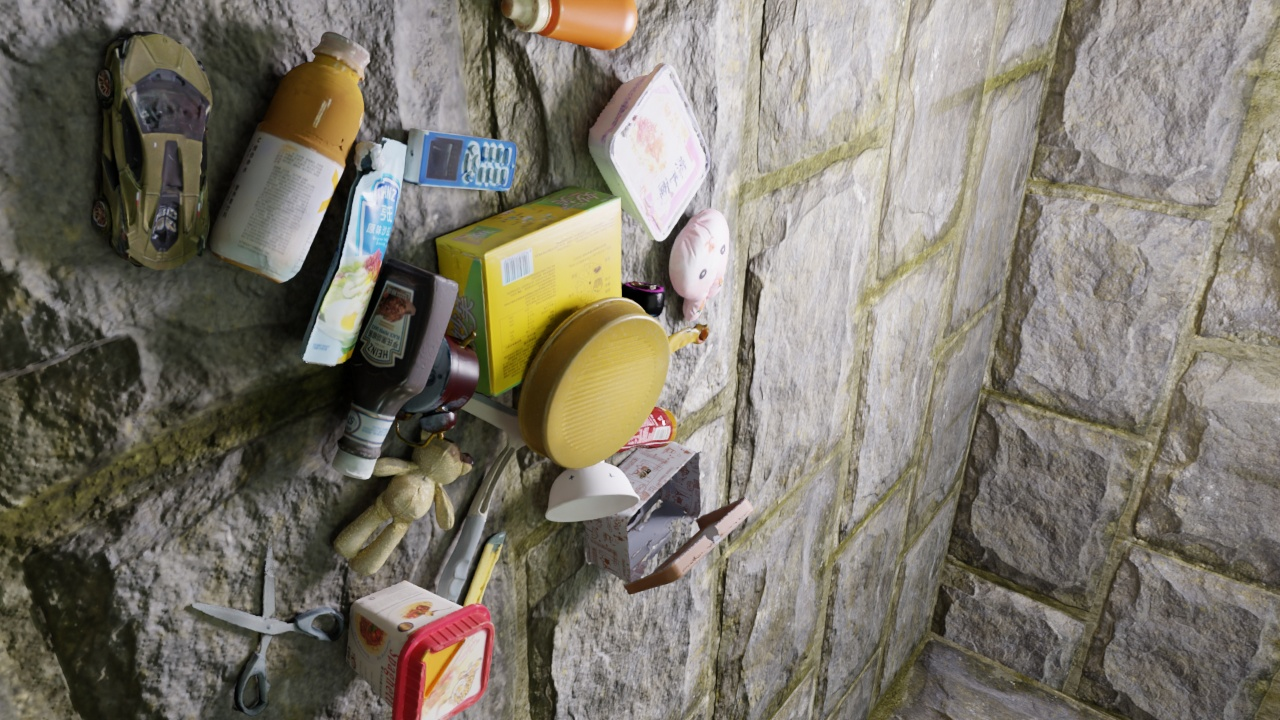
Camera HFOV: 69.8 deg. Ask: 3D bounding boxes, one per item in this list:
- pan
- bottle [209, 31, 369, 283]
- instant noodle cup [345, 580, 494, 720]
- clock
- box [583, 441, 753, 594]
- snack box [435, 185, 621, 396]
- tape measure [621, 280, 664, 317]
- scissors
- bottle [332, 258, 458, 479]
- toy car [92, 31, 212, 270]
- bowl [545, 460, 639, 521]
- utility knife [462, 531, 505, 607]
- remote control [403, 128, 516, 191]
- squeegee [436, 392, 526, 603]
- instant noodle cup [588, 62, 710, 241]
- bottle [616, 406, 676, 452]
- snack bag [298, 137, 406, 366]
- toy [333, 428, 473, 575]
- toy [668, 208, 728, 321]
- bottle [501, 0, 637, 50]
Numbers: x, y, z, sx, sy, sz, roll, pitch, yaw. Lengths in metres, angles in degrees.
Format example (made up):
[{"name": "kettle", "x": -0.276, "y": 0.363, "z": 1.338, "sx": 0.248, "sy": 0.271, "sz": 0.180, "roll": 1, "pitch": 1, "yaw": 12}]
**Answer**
[{"name": "pan", "x": -0.006, "y": 0.006, "z": 1.066, "sx": 0.356, "sy": 0.078, "sz": 0.198, "roll": -14, "pitch": 128, "yaw": -47}, {"name": "bottle", "x": -0.259, "y": -0.154, "z": 0.693, "sx": 0.068, "sy": 0.068, "sz": 0.189, "roll": 28, "pitch": 83, "yaw": -57}, {"name": "instant noodle cup", "x": -0.229, "y": 0.293, "z": 0.933, "sx": 0.116, "sy": 0.124, "sz": 0.116, "roll": -13, "pitch": 117, "yaw": -53}, {"name": "clock", "x": -0.202, "y": 0.022, "z": 0.865, "sx": 0.055, "sy": 0.082, "sz": 0.122, "roll": 18, "pitch": 90, "yaw": -64}, {"name": "box", "x": 0.043, "y": 0.229, "z": 1.254, "sx": 0.181, "sy": 0.174, "sz": 0.152, "roll": -39, "pitch": 135, "yaw": -40}, {"name": "snack box", "x": -0.108, "y": -0.077, "z": 0.957, "sx": 0.209, "sy": 0.070, "sz": 0.158, "roll": -33, "pitch": 133, "yaw": -44}, {"name": "tape measure", "x": 0.002, "y": -0.077, "z": 1.132, "sx": 0.057, "sy": 0.058, "sz": 0.039, "roll": -13, "pitch": 117, "yaw": -50}, {"name": "scissors", "x": -0.345, "y": 0.249, "z": 0.845, "sx": 0.179, "sy": 0.014, "sz": 0.159, "roll": 39, "pitch": 73, "yaw": -54}, {"name": "bottle", "x": -0.227, "y": 0.010, "z": 0.821, "sx": 0.044, "sy": 0.080, "sz": 0.195, "roll": 16, "pitch": 95, "yaw": -59}, {"name": "toy car", "x": -0.329, "y": -0.141, "z": 0.624, "sx": 0.070, "sy": 0.042, "sz": 0.158, "roll": -14, "pitch": 116, "yaw": -53}, {"name": "bowl", "x": -0.064, "y": 0.154, "z": 1.142, "sx": 0.118, "sy": 0.118, "sz": 0.064, "roll": 28, "pitch": 47, "yaw": -57}, {"name": "utility knife", "x": -0.204, "y": 0.303, "z": 1.084, "sx": 0.031, "sy": 0.022, "sz": 0.216, "roll": 19, "pitch": 96, "yaw": -52}, {"name": "remote control", "x": -0.166, "y": -0.185, "z": 0.854, "sx": 0.124, "sy": 0.024, "sz": 0.049, "roll": -10, "pitch": 115, "yaw": -55}, {"name": "squeegee", "x": -0.176, "y": 0.170, "z": 1.024, "sx": 0.246, "sy": 0.039, "sz": 0.246, "roll": 28, "pitch": 85, "yaw": -44}, {"name": "instant noodle cup", "x": 0.005, "y": -0.238, "z": 1.047, "sx": 0.137, "sy": 0.060, "sz": 0.173, "roll": -58, "pitch": 147, "yaw": -18}, {"name": "bottle", "x": -0.020, "y": 0.090, "z": 1.193, "sx": 0.174, "sy": 0.057, "sz": 0.057, "roll": 2, "pitch": 105, "yaw": -56}, {"name": "snack bag", "x": -0.235, "y": -0.093, "z": 0.763, "sx": 0.110, "sy": 0.039, "sz": 0.191, "roll": -33, "pitch": 143, "yaw": -81}, {"name": "toy", "x": -0.236, "y": 0.140, "z": 0.908, "sx": 0.105, "sy": 0.066, "sz": 0.157, "roll": 43, "pitch": 70, "yaw": -11}, {"name": "toy", "x": 0.082, "y": -0.126, "z": 1.233, "sx": 0.121, "sy": 0.054, "sz": 0.160, "roll": -51, "pitch": 151, "yaw": -25}, {"name": "bottle", "x": -0.071, "y": -0.335, "z": 0.883, "sx": 0.149, "sy": 0.067, "sz": 0.067, "roll": -15, "pitch": 120, "yaw": -44}]
